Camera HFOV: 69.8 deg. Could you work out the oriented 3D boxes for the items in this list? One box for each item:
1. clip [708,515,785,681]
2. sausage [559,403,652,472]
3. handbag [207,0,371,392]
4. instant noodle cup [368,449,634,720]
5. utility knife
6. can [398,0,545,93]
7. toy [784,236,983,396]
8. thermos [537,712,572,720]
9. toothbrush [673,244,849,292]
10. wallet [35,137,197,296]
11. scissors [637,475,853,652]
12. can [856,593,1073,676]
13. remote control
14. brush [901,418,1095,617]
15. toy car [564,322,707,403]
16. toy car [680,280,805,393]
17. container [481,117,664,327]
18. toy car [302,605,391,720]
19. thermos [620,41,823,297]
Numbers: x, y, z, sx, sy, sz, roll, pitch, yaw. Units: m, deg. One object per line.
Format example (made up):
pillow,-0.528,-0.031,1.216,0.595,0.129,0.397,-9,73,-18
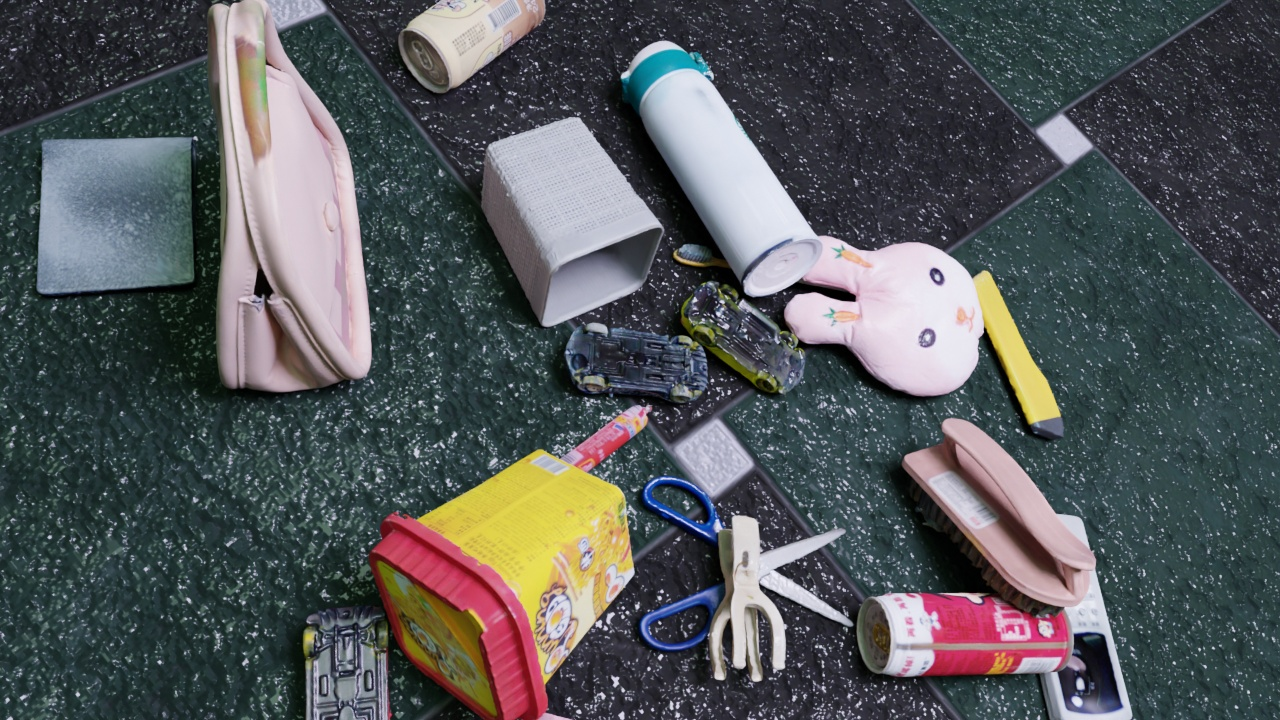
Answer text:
clip,0.062,0.162,0.599,0.034,0.084,0.104,5,41,-15
sausage,-0.049,0.074,0.622,0.155,0.020,0.020,-35,78,-25
handbag,-0.218,-0.103,0.539,0.093,0.235,0.193,-6,68,-15
instant noodle cup,-0.073,0.124,0.537,0.116,0.116,0.123,20,41,34
utility knife,0.304,-0.005,0.748,0.033,0.015,0.153,-7,67,-24
can,-0.133,-0.268,0.734,0.058,0.059,0.116,40,64,6
toy,0.192,-0.038,0.712,0.159,0.054,0.121,14,75,-7
thermos,-0.068,0.292,0.485,0.067,0.087,0.198,-1,56,35
toothbrush,0.119,-0.071,0.730,0.191,0.018,0.016,8,66,-10
wallet,-0.357,-0.100,0.627,0.097,0.019,0.120,-5,69,-14
scissors,0.064,0.140,0.625,0.175,0.012,0.162,46,63,8
can,0.217,0.184,0.619,0.132,0.053,0.053,3,66,-13
remote control,0.307,0.185,0.660,0.058,0.021,0.149,2,65,-13
brush,0.246,0.107,0.625,0.063,0.073,0.145,-12,41,-20
toy car,-0.004,0.004,0.658,0.105,0.031,0.048,8,64,-12
toy car,0.076,-0.014,0.687,0.105,0.032,0.048,36,62,-9
container,-0.055,-0.103,0.664,0.090,0.090,0.114,-24,71,-23
toy car,-0.169,0.197,0.530,0.049,0.031,0.106,-3,66,-15
thermos,0.059,-0.158,0.716,0.073,0.073,0.224,-18,64,-21
